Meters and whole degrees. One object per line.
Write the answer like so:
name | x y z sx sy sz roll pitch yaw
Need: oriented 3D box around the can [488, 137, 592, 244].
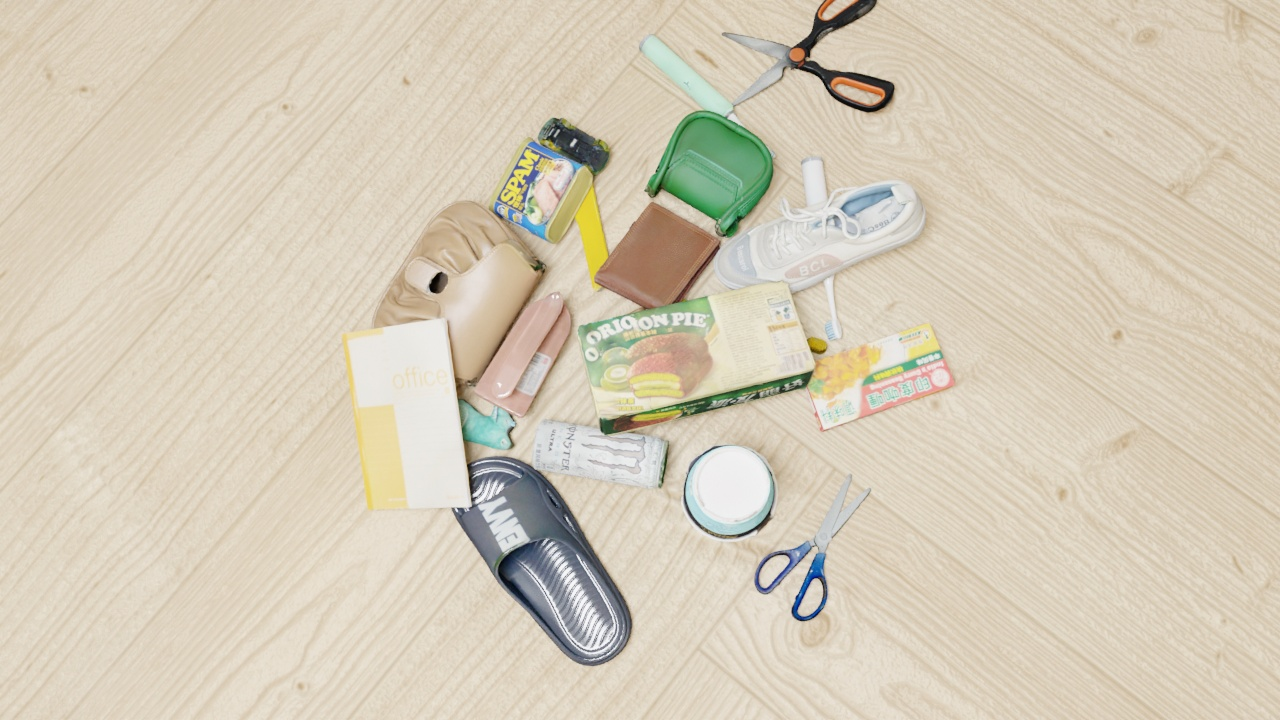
can | -0.116 -0.199 1.082 0.083 0.057 0.102 28 89 15

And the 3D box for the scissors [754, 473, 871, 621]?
scissors | 0.202 0.209 1.007 0.171 0.012 0.140 -23 76 -2

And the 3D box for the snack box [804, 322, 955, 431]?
snack box | 0.264 0.019 1.034 0.156 0.027 0.077 -19 79 0

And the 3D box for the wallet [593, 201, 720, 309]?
wallet | 0.020 -0.117 1.070 0.101 0.032 0.124 31 71 14

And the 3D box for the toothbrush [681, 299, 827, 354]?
toothbrush | 0.124 -0.042 1.062 0.190 0.016 0.015 18 78 7

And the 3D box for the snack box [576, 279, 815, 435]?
snack box | 0.059 -0.003 1.003 0.240 0.063 0.114 -14 67 -5

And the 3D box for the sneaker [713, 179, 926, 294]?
sneaker | 0.191 -0.136 1.015 0.243 0.090 0.089 -17 74 18

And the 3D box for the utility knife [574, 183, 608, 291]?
utility knife | -0.061 -0.156 1.100 0.033 0.015 0.153 -14 78 8

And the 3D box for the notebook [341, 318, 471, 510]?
notebook | -0.260 0.063 1.017 0.146 0.010 0.206 -6 93 25

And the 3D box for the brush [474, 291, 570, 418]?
brush | -0.125 -0.010 1.037 0.063 0.073 0.145 28 71 3

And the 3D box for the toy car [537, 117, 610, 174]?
toy car | -0.080 -0.258 1.112 0.091 0.036 0.043 32 81 11

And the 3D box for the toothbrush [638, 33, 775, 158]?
toothbrush | 0.083 -0.320 1.120 0.224 0.026 0.027 45 123 11

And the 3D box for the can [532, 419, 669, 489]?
can | -0.044 0.104 1.021 0.147 0.058 0.058 9 79 6

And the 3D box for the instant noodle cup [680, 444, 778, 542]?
instant noodle cup | 0.096 0.136 0.973 0.111 0.120 0.111 -1 78 4

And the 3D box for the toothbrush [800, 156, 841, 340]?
toothbrush | 0.214 -0.131 1.071 0.026 0.026 0.221 -17 74 43

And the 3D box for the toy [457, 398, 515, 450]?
toy | -0.185 0.070 1.055 0.092 0.030 0.096 17 72 2

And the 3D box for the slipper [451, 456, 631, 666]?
slipper | -0.108 0.211 0.992 0.110 0.083 0.268 -38 80 -7

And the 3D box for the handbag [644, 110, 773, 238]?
handbag | 0.084 -0.218 1.076 0.131 0.068 0.120 31 82 10

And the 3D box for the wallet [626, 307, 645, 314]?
wallet | -0.006 0.006 1.054 0.090 0.033 0.115 -29 77 -5

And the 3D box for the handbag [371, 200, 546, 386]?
handbag | -0.211 -0.076 1.049 0.148 0.100 0.204 29 87 13

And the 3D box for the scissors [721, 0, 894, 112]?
scissors | 0.213 -0.372 1.127 0.221 0.022 0.234 41 84 16
